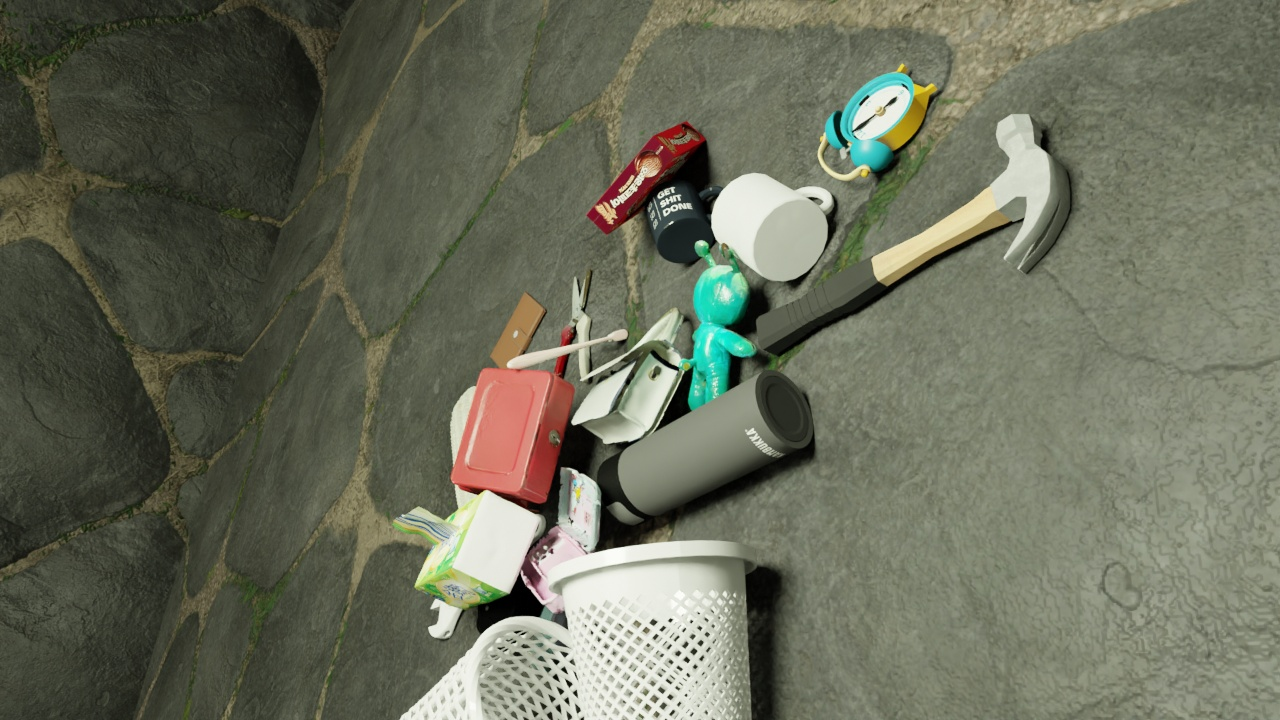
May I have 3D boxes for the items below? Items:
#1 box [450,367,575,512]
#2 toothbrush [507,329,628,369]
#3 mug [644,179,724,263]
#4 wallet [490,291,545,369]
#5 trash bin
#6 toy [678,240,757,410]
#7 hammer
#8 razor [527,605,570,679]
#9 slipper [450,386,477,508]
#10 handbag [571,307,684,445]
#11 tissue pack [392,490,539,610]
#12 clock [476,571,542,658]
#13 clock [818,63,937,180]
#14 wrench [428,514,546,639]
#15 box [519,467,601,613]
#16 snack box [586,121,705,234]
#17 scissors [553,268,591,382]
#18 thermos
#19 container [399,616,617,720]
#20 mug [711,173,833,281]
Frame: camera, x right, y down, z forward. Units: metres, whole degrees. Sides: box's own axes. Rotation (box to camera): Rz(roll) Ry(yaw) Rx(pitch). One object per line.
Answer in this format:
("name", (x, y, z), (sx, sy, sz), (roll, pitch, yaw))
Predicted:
("box", (-0.141, 0.103, 1.150), (0.171, 0.156, 0.156), (-5, 67, 53))
("toothbrush", (-0.091, -0.014, 1.153), (0.018, 0.180, 0.015), (-13, 93, 54))
("mug", (0.062, -0.178, 1.130), (0.105, 0.071, 0.077), (-24, 47, 10))
("wallet", (-0.193, -0.042, 1.432), (0.121, 0.013, 0.087), (-60, 35, 9))
("trash bin", (0.021, 0.283, 0.821), (0.196, 0.195, 0.199), (-29, 59, 42))
("toy", (0.078, -0.035, 0.999), (0.131, 0.072, 0.193), (-170, 86, -66))
("hammer", (0.238, -0.091, 0.862), (0.329, 0.039, 0.131), (-32, 48, 41))
("razor", (-0.092, 0.299, 1.075), (0.047, 0.052, 0.142), (-9, 54, 52))
("slipper", (-0.220, 0.146, 1.326), (0.115, 0.052, 0.262), (-47, 43, 23))
("handbag", (-0.006, 0.006, 1.076), (0.175, 0.074, 0.151), (-61, 15, -18))
("tissue pack", (-0.231, 0.222, 1.120), (0.198, 0.141, 0.120), (-42, 24, 51))
("clock", (-0.169, 0.320, 1.162), (0.091, 0.042, 0.120), (15, 83, 55))
("clock", (0.239, -0.243, 0.945), (0.130, 0.043, 0.099), (-46, 38, 16))
("wrench", (-0.213, 0.295, 1.260), (0.274, 0.018, 0.066), (-45, 40, 26))
("box", (-0.081, 0.204, 1.052), (0.153, 0.066, 0.202), (-64, 13, -7))
("snack box", (0.009, -0.236, 1.177), (0.133, 0.036, 0.151), (-45, 2, 28))
("scissors", (-0.093, -0.032, 1.291), (0.185, 0.015, 0.179), (-59, 34, 11))
("thermos", (0.059, 0.097, 0.951), (0.241, 0.082, 0.082), (-33, 46, 39))
("container", (-0.143, 0.397, 0.954), (0.187, 0.189, 0.189), (-47, 39, 28))
("mug", (0.149, -0.151, 0.981), (0.121, 0.091, 0.090), (-31, 36, -7))
